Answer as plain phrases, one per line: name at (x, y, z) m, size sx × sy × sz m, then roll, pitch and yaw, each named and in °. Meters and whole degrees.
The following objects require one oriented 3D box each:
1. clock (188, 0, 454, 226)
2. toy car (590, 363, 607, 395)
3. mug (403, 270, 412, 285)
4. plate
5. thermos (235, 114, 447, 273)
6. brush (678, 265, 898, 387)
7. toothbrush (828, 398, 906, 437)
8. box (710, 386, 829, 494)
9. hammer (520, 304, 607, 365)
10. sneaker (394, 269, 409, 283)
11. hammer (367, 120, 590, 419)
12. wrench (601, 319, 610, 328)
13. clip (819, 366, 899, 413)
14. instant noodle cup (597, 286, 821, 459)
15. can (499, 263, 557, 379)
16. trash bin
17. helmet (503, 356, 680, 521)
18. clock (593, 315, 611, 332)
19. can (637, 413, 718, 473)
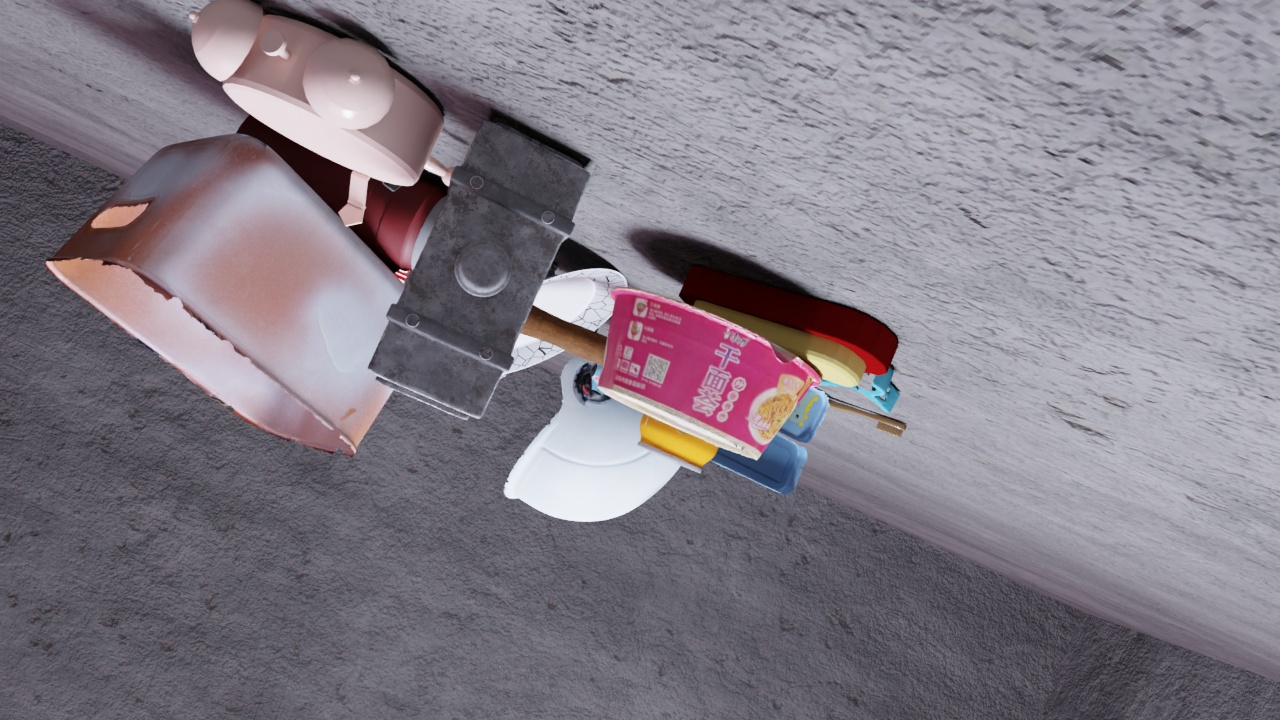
clock at (-0.202, -0.156, 0.593) m, size 0.131 × 0.086 × 0.160 m, roll 23°, pitch 168°, yaw 11°
toy car at (-0.010, -0.008, 0.958) m, size 0.060 × 0.108 × 0.027 m, roll 20°, pitch -172°, yaw -20°
mug at (-0.195, -0.093, 0.962) m, size 0.082 × 0.106 × 0.082 m, roll 24°, pitch 174°, yaw 2°
plate at (-0.101, -0.040, 0.894) m, size 0.016 × 0.189 × 0.188 m, roll 62°, pitch -174°, yaw 17°
thermos at (-0.268, -0.142, 0.838) m, size 0.198 × 0.108 × 0.083 m, roll 26°, pitch -149°, yaw 1°
brush at (0.107, -0.023, 0.704) m, size 0.173 × 0.042 × 0.082 m, roll 20°, pitch 173°, yaw 33°
toothbrush at (0.223, 0.053, 1.047) m, size 0.167 × 0.016 × 0.016 m, roll 21°, pitch 175°, yaw 33°
box at (0.112, 0.057, 0.986) m, size 0.208 × 0.125 × 0.021 m, roll 28°, pitch 173°, yaw -32°
hammer at (-0.006, 0.005, 0.920) m, size 0.322 × 0.115 × 0.033 m, roll 23°, pitch -178°, yaw -45°
sneaker at (-0.244, -0.123, 1.058) m, size 0.236 × 0.090 × 0.104 m, roll 27°, pitch 166°, yaw -7°
hammer at (-0.130, -0.057, 0.699) m, size 0.079 × 0.177 × 0.326 m, roll 25°, pitch 175°, yaw -13°
wrench at (0.043, -0.014, 1.158) m, size 0.273 × 0.018 × 0.066 m, roll 22°, pitch 174°, yaw 29°
clip at (0.184, 0.011, 0.805) m, size 0.104 × 0.027 × 0.120 m, roll 21°, pitch 174°, yaw 9°
instant noodle cup at (0.043, 0.016, 0.712) m, size 0.178 × 0.077 × 0.179 m, roll 23°, pitch 174°, yaw 2°
can at (-0.141, -0.050, 0.979) m, size 0.054 × 0.135 × 0.054 m, roll 25°, pitch 176°, yaw 2°
trash bin at (-0.333, -0.057, 0.798) m, size 0.182 × 0.157 × 0.260 m, roll 5°, pitch 147°, yaw 40°
helmet at (-0.031, 0.092, 1.083) m, size 0.164 × 0.263 × 0.237 m, roll 34°, pitch 140°, yaw 8°
clock at (-0.095, -0.049, 1.081) m, size 0.140 × 0.054 × 0.093 m, roll -6°, pitch 178°, yaw -16°
can at (0.056, 0.030, 0.886) m, size 0.079 × 0.142 × 0.079 m, roll 24°, pitch 174°, yaw 2°
